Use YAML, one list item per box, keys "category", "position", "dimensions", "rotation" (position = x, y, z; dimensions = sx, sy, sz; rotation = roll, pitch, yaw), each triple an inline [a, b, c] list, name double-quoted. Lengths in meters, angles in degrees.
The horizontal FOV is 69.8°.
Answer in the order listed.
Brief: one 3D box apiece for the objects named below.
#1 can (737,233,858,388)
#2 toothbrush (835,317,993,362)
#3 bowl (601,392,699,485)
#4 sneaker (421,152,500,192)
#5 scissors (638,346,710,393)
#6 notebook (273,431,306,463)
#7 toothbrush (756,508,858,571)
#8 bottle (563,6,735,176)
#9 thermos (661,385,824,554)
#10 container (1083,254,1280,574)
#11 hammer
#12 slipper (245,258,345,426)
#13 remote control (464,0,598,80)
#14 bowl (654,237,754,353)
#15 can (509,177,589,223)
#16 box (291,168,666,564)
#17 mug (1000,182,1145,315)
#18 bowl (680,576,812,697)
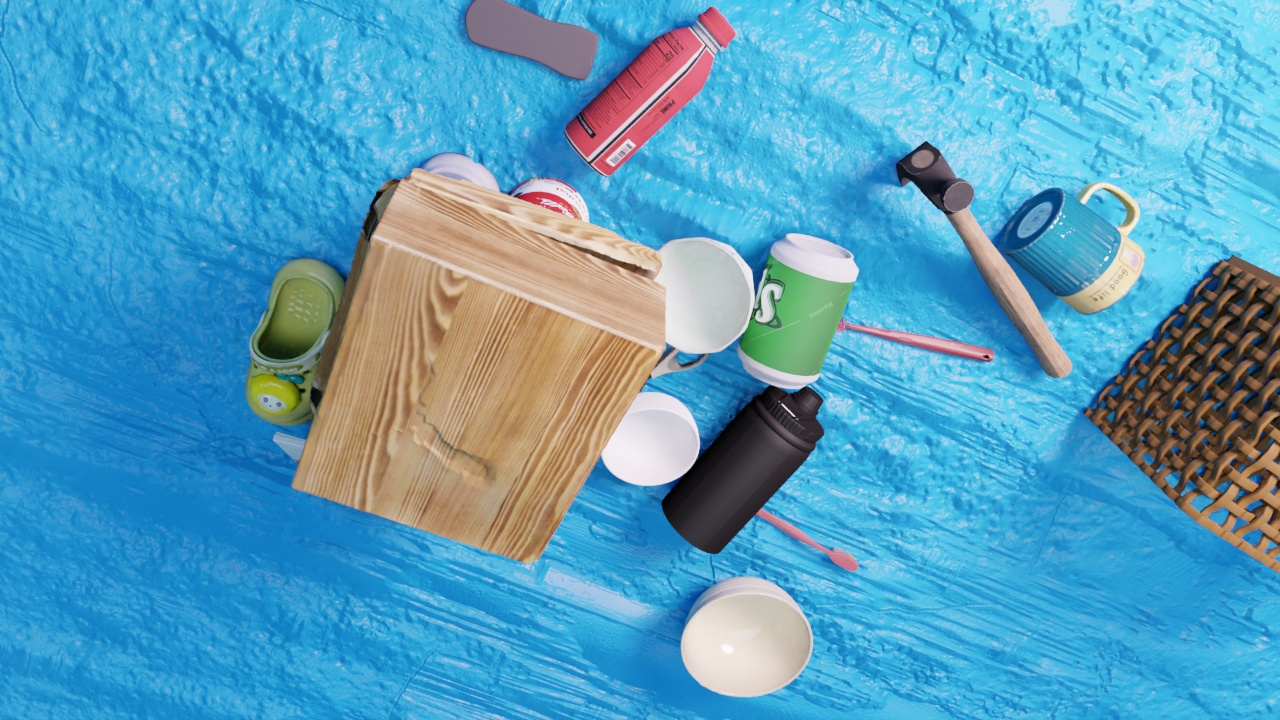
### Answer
- category: "can"
  position: [0.156, -0.049, 0.917]
  dimensions: [0.088, 0.087, 0.140]
  rotation: [14, 112, -6]
- category: "toothbrush"
  position: [0.282, -0.022, 0.966]
  dimensions: [0.190, 0.016, 0.016]
  rotation: [12, 112, -5]
- category: "bowl"
  position: [0.008, 0.078, 0.985]
  dimensions: [0.105, 0.054, 0.105]
  rotation: [-2, 123, -4]
- category: "sneaker"
  position: [-0.224, -0.064, 0.885]
  dimensions: [0.103, 0.132, 0.270]
  rotation: [26, 112, -13]
- category: "scissors"
  position: [0.013, 0.012, 0.983]
  dimensions: [0.154, 0.012, 0.163]
  rotation: [-5, 114, 3]
- category: "notebook"
  position: [-0.267, 0.118, 0.971]
  dimensions: [0.208, 0.153, 0.012]
  rotation: [13, 71, -5]
- category: "toothbrush"
  position: [0.174, 0.196, 1.063]
  dimensions: [0.184, 0.015, 0.015]
  rotation: [30, 110, -9]
- category: "bottle"
  position: [0.012, -0.250, 0.844]
  dimensions: [0.177, 0.062, 0.062]
  rotation: [-41, 107, 15]
- category: "thermos"
  position: [0.117, 0.108, 0.984]
  dimensions: [0.086, 0.086, 0.199]
  rotation: [35, 109, -14]
- category: "container"
  position: [0.645, 0.074, 0.898]
  dimensions: [0.251, 0.219, 0.214]
  rotation: [30, 110, -12]
- category: "hammer"
  position: [0.346, -0.088, 0.899]
  dimensions: [0.040, 0.132, 0.305]
  rotation: [-37, 120, 14]
- category: "slipper"
  position: [-0.354, -0.009, 0.938]
  dimensions: [0.091, 0.081, 0.191]
  rotation: [17, 109, -10]
- category: "remote control"
  position: [-0.101, -0.300, 0.851]
  dimensions: [0.124, 0.009, 0.046]
  rotation: [17, 112, -7]
- category: "bowl"
  position: [0.063, -0.070, 0.913]
  dimensions: [0.117, 0.061, 0.117]
  rotation: [8, 111, 22]
- category: "can"
  position: [-0.095, -0.119, 0.870]
  dimensions: [0.086, 0.116, 0.087]
  rotation: [0, 113, 0]
- category: "box"
  position: [-0.146, 0.006, 0.785]
  dimensions: [0.245, 0.167, 0.280]
  rotation: [19, 127, -16]
- category: "mug"
  position: [0.428, -0.120, 0.894]
  dimensions: [0.107, 0.083, 0.114]
  rotation: [34, 97, -10]
- category: "bowl"
  position: [0.120, 0.311, 1.077]
  dimensions: [0.151, 0.075, 0.151]
  rotation: [0, 113, -1]
